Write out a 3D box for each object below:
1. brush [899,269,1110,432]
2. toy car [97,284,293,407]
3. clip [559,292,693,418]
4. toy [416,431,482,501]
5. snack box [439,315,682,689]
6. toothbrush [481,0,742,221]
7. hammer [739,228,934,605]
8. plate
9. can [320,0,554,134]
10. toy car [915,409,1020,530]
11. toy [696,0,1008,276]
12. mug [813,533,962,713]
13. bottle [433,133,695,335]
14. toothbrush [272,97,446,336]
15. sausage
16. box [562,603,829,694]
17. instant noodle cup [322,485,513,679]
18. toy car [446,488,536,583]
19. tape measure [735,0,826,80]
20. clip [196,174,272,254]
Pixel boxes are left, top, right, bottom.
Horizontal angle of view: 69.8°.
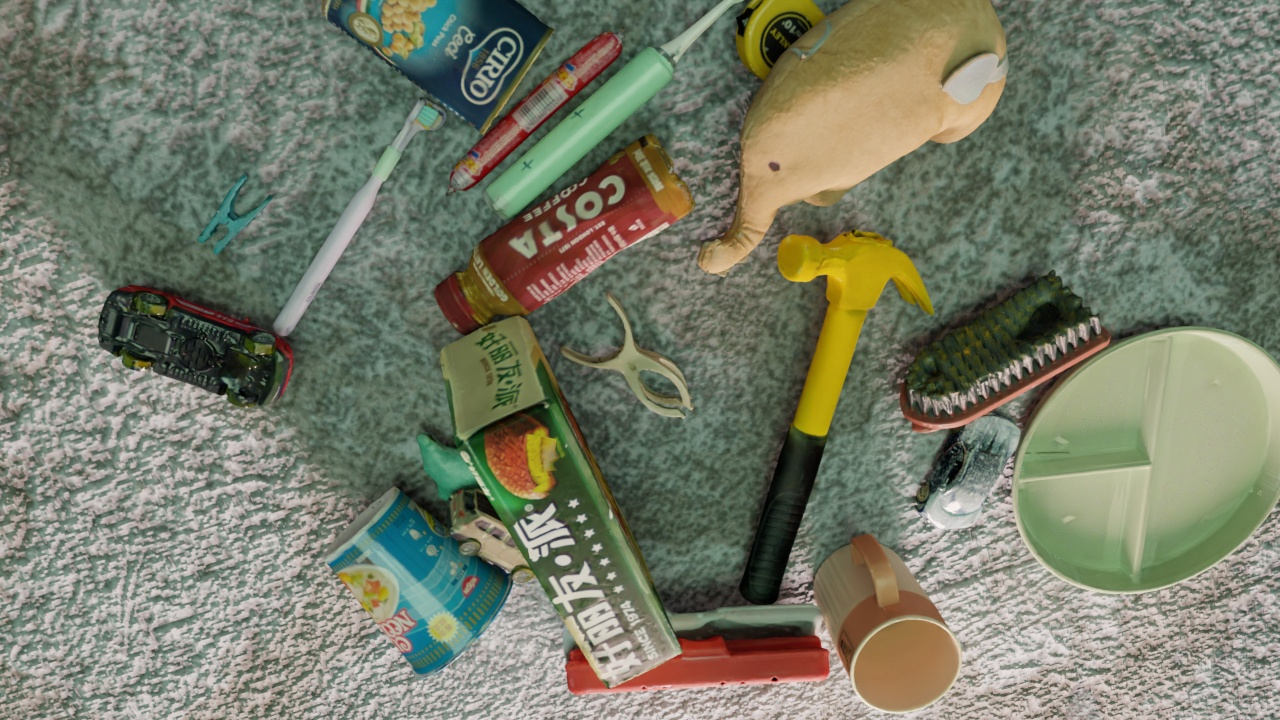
[{"bbox_3d":[0.253,0.003,0.657,0.146,0.063,0.069,-31,143,3],"label":"brush"},{"bbox_3d":[-0.288,-0.011,0.602,0.120,0.045,0.053,23,109,-8],"label":"toy car"},{"bbox_3d":[0.000,0.000,0.646,0.098,0.034,0.064,42,103,-10],"label":"clip"},{"bbox_3d":[-0.106,0.082,0.666,0.092,0.030,0.096,-15,121,2],"label":"toy"},{"bbox_3d":[-0.050,0.097,0.606,0.063,0.114,0.240,-25,123,-3],"label":"snack box"},{"bbox_3d":[-0.012,-0.169,0.581,0.225,0.027,0.026,-39,142,9],"label":"toothbrush"},{"bbox_3d":[0.122,0.051,0.661,0.128,0.033,0.301,-1,118,-28],"label":"hammer"},{"bbox_3d":[0.397,0.079,0.718,0.230,0.027,0.230,-2,112,-5],"label":"plate"},{"bbox_3d":[-0.117,-0.196,0.534,0.111,0.075,0.075,34,104,-16],"label":"can"},{"bbox_3d":[0.251,0.086,0.703,0.049,0.031,0.106,17,109,-11],"label":"toy car"},{"bbox_3d":[0.118,-0.143,0.564,0.226,0.082,0.143,-31,140,6],"label":"toy"},{"bbox_3d":[0.179,0.185,0.693,0.081,0.105,0.114,-16,111,0],"label":"mug"},{"bbox_3d":[-0.051,-0.077,0.595,0.175,0.057,0.057,-32,111,6],"label":"bottle"},{"bbox_3d":[-0.187,-0.089,0.598,0.021,0.029,0.189,45,106,22],"label":"toothbrush"},{"bbox_3d":[-0.069,-0.158,0.584,0.156,0.020,0.020,-39,110,9],"label":"sausage"},{"bbox_3d":[0.040,0.220,0.716,0.201,0.091,0.068,-2,71,-4],"label":"box"},{"bbox_3d":[-0.163,0.153,0.658,0.099,0.099,0.110,-40,102,9],"label":"instant noodle cup"},{"bbox_3d":[-0.099,0.125,0.656,0.035,0.042,0.090,-36,128,17],"label":"toy car"},{"bbox_3d":[0.088,-0.204,0.576,0.060,0.029,0.057,35,104,-29],"label":"tape measure"},{"bbox_3d":[-0.263,-0.093,0.591,0.056,0.014,0.041,-44,108,9],"label":"clip"}]
